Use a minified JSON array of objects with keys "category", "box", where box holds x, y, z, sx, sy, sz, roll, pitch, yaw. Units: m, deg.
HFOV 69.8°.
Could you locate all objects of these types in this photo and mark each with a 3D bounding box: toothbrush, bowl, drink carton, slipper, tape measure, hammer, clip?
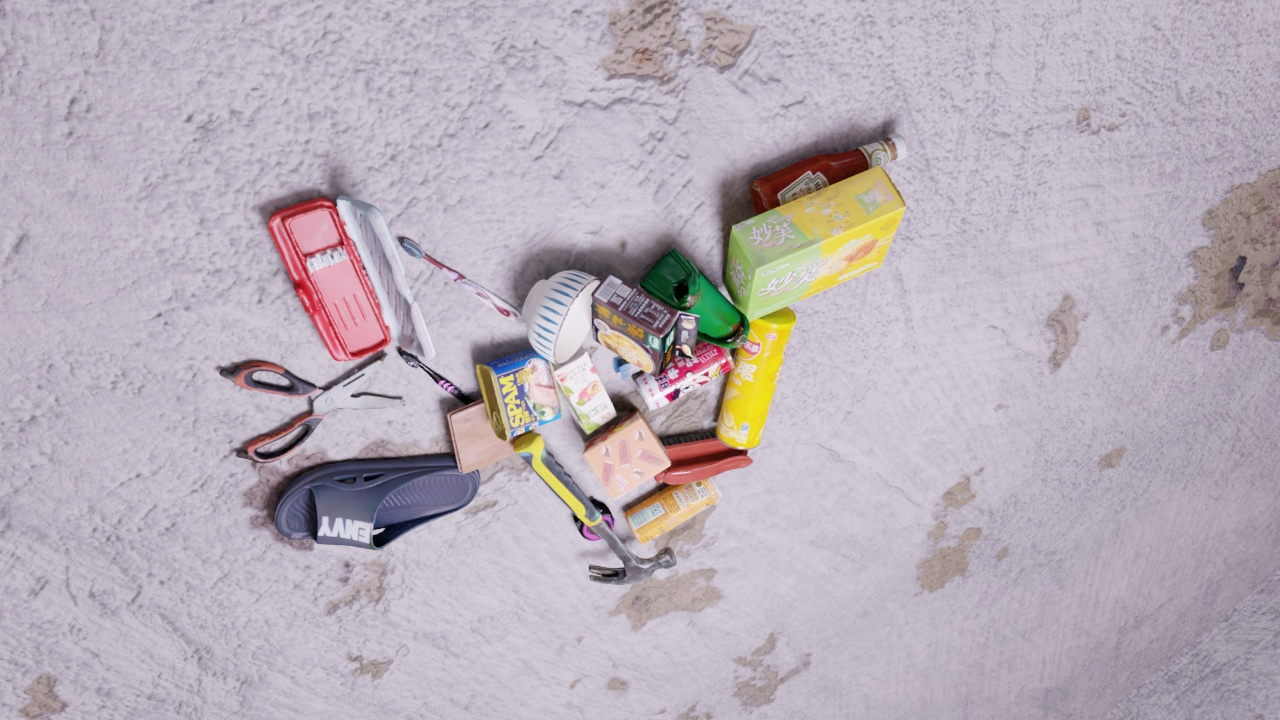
[{"category":"toothbrush","box":[-0.241,0.039,1.178,0.014,0.017,0.189,-42,129,6]},{"category":"bowl","box":[-0.102,-0.060,1.123,0.066,0.116,0.117,27,117,13]},{"category":"toothbrush","box":[-0.211,-0.092,1.099,0.016,0.017,0.187,-46,126,12]},{"category":"drink carton","box":[-0.080,0.036,1.223,0.053,0.045,0.122,-34,130,-12]},{"category":"slipper","box":[-0.337,0.189,1.199,0.267,0.083,0.111,-8,123,-19]},{"category":"tape measure","box":[-0.068,0.241,1.371,0.057,0.039,0.058,-40,128,6]},{"category":"hammer","box":[-0.079,0.218,1.306,0.126,0.031,0.323,-26,124,15]},{"category":"clip","box":[-0.007,0.005,1.250,0.058,0.043,0.027,-18,125,-20]}]

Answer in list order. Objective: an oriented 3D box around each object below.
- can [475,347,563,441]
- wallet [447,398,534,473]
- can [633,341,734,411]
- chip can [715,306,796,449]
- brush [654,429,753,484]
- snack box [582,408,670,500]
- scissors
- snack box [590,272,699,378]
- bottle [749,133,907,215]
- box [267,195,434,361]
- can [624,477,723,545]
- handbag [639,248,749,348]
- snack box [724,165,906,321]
[{"category":"can","box":[-0.153,0.040,1.168,0.083,0.057,0.102,-20,107,-25]},{"category":"wallet","box":[-0.195,0.090,1.214,0.115,0.020,0.101,-24,129,-25]},{"category":"can","box":[0.060,0.018,1.264,0.132,0.053,0.053,-28,128,-3]},{"category":"chip can","box":[0.160,0.022,1.298,0.072,0.072,0.214,-2,124,-21]},{"category":"brush","box":[0.092,0.145,1.353,0.145,0.069,0.063,-9,126,-17]},{"category":"snack box","box":[-0.020,0.128,1.265,0.094,0.092,0.077,-33,95,1]},{"category":"scissors","box":[-0.403,0.055,1.121,0.225,0.015,0.189,14,116,-29]},{"category":"snack box","box":[0.003,-0.040,1.136,0.053,0.126,0.113,-53,165,-23]},{"category":"bottle","box":[0.240,-0.236,1.162,0.206,0.059,0.060,-23,128,-7]},{"category":"box","box":[-0.314,-0.088,1.028,0.155,0.073,0.201,-2,128,14]},{"category":"can","box":[0.050,0.221,1.394,0.146,0.058,0.058,-30,128,-1]},{"category":"handbag","box":[0.070,-0.073,1.165,0.068,0.120,0.131,-46,125,4]},{"category":"snack box","box":[0.217,-0.144,1.168,0.210,0.070,0.158,-23,159,-7]}]
